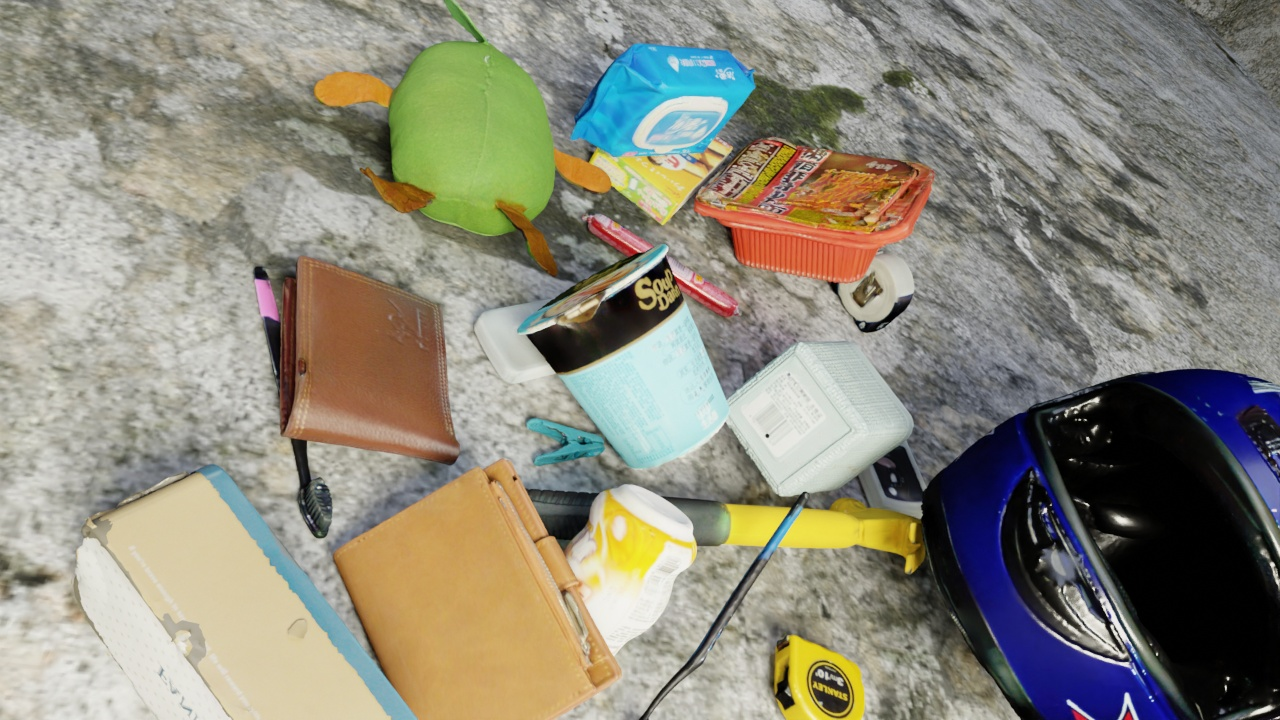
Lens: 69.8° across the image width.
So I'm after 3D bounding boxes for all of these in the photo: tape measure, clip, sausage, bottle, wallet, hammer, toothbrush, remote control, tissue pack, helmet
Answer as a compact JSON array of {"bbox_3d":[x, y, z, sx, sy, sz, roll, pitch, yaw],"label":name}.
[{"bbox_3d":[0.217,-0.068,0.850,0.033,0.066,0.065,-16,65,-41],"label":"tape measure"},{"bbox_3d":[-0.048,0.055,0.601,0.054,0.013,0.034,5,53,-32],"label":"clip"},{"bbox_3d":[0.019,-0.078,0.757,0.156,0.020,0.020,32,43,-8],"label":"sausage"},{"bbox_3d":[-0.017,0.123,0.496,0.063,0.108,0.063,30,4,-2],"label":"bottle"},{"bbox_3d":[-0.085,0.128,0.464,0.108,0.031,0.131,-32,70,-2],"label":"wallet"},{"bbox_3d":[0.049,0.103,0.581,0.300,0.129,0.033,6,87,-19],"label":"hammer"},{"bbox_3d":[0.044,0.151,0.516,0.016,0.014,0.189,39,74,-2],"label":"toothbrush"},{"bbox_3d":[0.193,0.062,0.757,0.058,0.021,0.149,7,50,-30],"label":"remote control"},{"bbox_3d":[-0.053,-0.019,0.656,0.135,0.020,0.056,-15,65,-42],"label":"remote control"},{"bbox_3d":[-0.159,0.002,0.546,0.101,0.032,0.124,17,43,-36],"label":"wallet"},{"bbox_3d":[-0.201,0.016,0.526,0.014,0.018,0.189,4,51,-43],"label":"toothbrush"},{"bbox_3d":[0.021,-0.214,0.772,0.156,0.095,0.052,-12,67,-39],"label":"tissue pack"},{"bbox_3d":[0.344,0.120,0.591,0.315,0.241,0.247,24,40,-53],"label":"helmet"},{"bbox_3d":[0.109,0.206,0.570,0.060,0.029,0.057,25,43,-15],"label":"tape measure"}]

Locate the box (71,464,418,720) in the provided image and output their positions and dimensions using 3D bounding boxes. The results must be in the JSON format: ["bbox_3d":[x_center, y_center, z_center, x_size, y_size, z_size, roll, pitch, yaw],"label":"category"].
[{"bbox_3d":[-0.165,0.139,0.394,0.184,0.090,0.061,48,42,6],"label":"box"}]

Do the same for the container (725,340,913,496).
[{"bbox_3d":[0.123,0.040,0.649,0.090,0.090,0.111,56,22,19],"label":"container"}]

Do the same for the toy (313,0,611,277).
[{"bbox_3d":[-0.125,-0.162,0.678,0.226,0.090,0.246,18,43,-23],"label":"toy"}]

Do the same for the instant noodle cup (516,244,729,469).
[{"bbox_3d":[-0.004,0.004,0.599,0.111,0.111,0.120,-43,108,-47],"label":"instant noodle cup"}]

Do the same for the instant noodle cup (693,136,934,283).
[{"bbox_3d":[0.158,-0.133,0.821,0.189,0.079,0.164,13,37,24],"label":"instant noodle cup"}]

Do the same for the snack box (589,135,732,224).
[{"bbox_3d":[0.021,-0.187,0.842,0.087,0.034,0.140,39,44,1],"label":"snack box"}]
